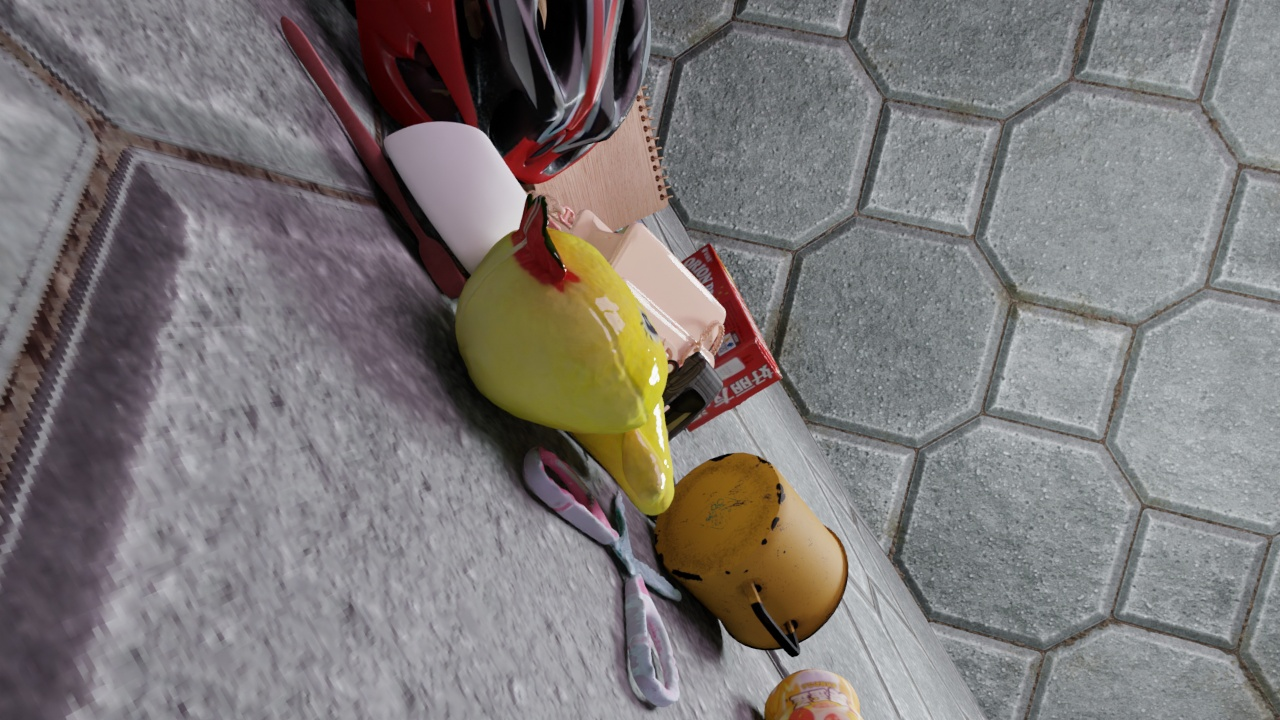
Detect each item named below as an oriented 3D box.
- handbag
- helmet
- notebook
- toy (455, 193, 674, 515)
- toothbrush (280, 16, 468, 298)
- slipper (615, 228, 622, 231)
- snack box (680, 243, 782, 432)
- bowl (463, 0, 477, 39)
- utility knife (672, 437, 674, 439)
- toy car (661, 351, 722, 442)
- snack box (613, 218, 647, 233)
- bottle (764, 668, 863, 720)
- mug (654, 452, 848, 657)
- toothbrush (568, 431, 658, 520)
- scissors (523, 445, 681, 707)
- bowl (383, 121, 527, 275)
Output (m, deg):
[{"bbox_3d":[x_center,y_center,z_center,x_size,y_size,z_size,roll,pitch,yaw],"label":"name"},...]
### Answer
[{"bbox_3d":[-0.044,-0.028,0.690,0.187,0.116,0.198,19,-11,36],"label":"handbag"},{"bbox_3d":[-0.087,-0.262,0.640,0.217,0.167,0.272,3,79,-50],"label":"helmet"},{"bbox_3d":[-0.050,-0.215,0.796,0.168,0.022,0.210,-32,115,-41],"label":"notebook"},{"bbox_3d":[-0.031,0.007,0.494,0.208,0.092,0.134,55,-2,-42],"label":"toy"},{"bbox_3d":[-0.149,-0.113,0.511,0.184,0.015,0.015,57,7,0],"label":"toothbrush"},{"bbox_3d":[-0.064,-0.160,0.906,0.116,0.069,0.276,58,9,17],"label":"slipper"},{"bbox_3d":[0.065,-0.032,1.004,0.060,0.113,0.236,51,12,-30],"label":"snack box"},{"bbox_3d":[-0.121,-0.296,0.853,0.162,0.070,0.162,24,-24,11],"label":"bowl"},{"bbox_3d":[-0.005,0.005,0.796,0.022,0.015,0.148,-5,59,-43],"label":"utility knife"},{"bbox_3d":[0.015,0.036,0.617,0.037,0.092,0.040,49,1,43],"label":"toy car"},{"bbox_3d":[-0.052,-0.205,1.091,0.101,0.031,0.186,54,0,-22],"label":"snack box"},{"bbox_3d":[0.114,0.245,0.564,0.063,0.063,0.108,54,12,-23],"label":"bottle"},{"bbox_3d":[0.073,0.131,0.600,0.094,0.101,0.123,49,16,-34],"label":"mug"},{"bbox_3d":[-0.023,0.062,0.592,0.167,0.013,0.013,50,5,-40],"label":"toothbrush"},{"bbox_3d":[-0.009,0.117,0.500,0.170,0.013,0.174,52,10,-47],"label":"scissors"},{"bbox_3d":[-0.096,-0.096,0.543,0.114,0.050,0.114,56,0,0],"label":"bowl"}]
